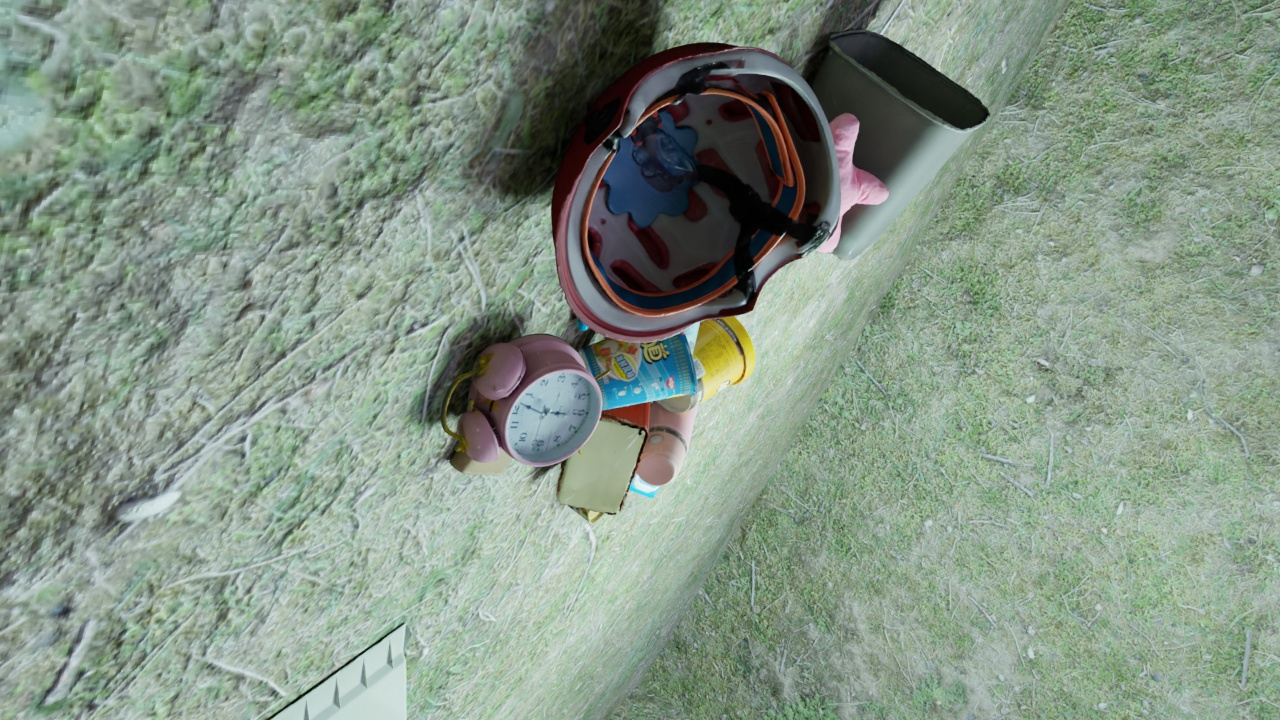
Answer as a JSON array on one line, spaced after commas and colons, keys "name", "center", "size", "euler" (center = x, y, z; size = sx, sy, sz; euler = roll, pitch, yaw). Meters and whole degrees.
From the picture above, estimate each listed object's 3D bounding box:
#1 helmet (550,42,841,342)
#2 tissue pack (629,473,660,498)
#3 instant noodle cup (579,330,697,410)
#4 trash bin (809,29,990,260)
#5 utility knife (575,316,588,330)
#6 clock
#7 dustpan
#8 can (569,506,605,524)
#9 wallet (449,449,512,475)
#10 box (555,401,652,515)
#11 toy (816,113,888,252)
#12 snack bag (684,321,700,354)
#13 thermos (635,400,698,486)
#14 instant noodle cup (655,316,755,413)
[{"name": "helmet", "center": [0.026, -0.139, 0.730], "size": [0.240, 0.144, 0.207], "euler": [-38, 126, 5]}, {"name": "tissue pack", "center": [0.007, 0.153, 1.364], "size": [0.095, 0.052, 0.157], "euler": [-55, 147, 2]}, {"name": "instant noodle cup", "center": [-0.006, 0.006, 0.987], "size": [0.110, 0.099, 0.099], "euler": [-16, 154, -7]}, {"name": "trash bin", "center": [0.282, -0.266, 1.154], "size": [0.198, 0.199, 0.220], "euler": [-34, 159, -51]}, {"name": "utility knife", "center": [-0.031, -0.104, 0.881], "size": [0.034, 0.018, 0.179], "euler": [-36, 153, -47]}, {"name": "clock", "center": [-0.106, 0.039, 0.822], "size": [0.158, 0.060, 0.117], "euler": [5, 114, -38]}, {"name": "dustpan", "center": [-0.367, 0.438, 1.007], "size": [0.222, 0.143, 0.258], "euler": [-28, 119, -57]}, {"name": "can", "center": [-0.064, 0.165, 1.246], "size": [0.074, 0.049, 0.148], "euler": [-46, 161, -29]}, {"name": "wallet", "center": [-0.130, 0.061, 0.899], "size": [0.115, 0.033, 0.090], "euler": [-56, 161, 5]}, {"name": "box", "center": [-0.048, 0.111, 1.089], "size": [0.077, 0.091, 0.169], "euler": [-83, -172, -47]}, {"name": "toy", "center": [0.186, -0.184, 1.072], "size": [0.195, 0.074, 0.178], "euler": [-22, 130, 15]}, {"name": "snack bag", "center": [0.063, -0.083, 1.088], "size": [0.110, 0.039, 0.191], "euler": [14, 92, -65]}, {"name": "thermos", "center": [0.028, 0.089, 1.235], "size": [0.198, 0.087, 0.067], "euler": [-69, 150, -55]}, {"name": "instant noodle cup", "center": [0.070, 0.002, 1.204], "size": [0.114, 0.118, 0.119], "euler": [-35, 155, -32]}]
